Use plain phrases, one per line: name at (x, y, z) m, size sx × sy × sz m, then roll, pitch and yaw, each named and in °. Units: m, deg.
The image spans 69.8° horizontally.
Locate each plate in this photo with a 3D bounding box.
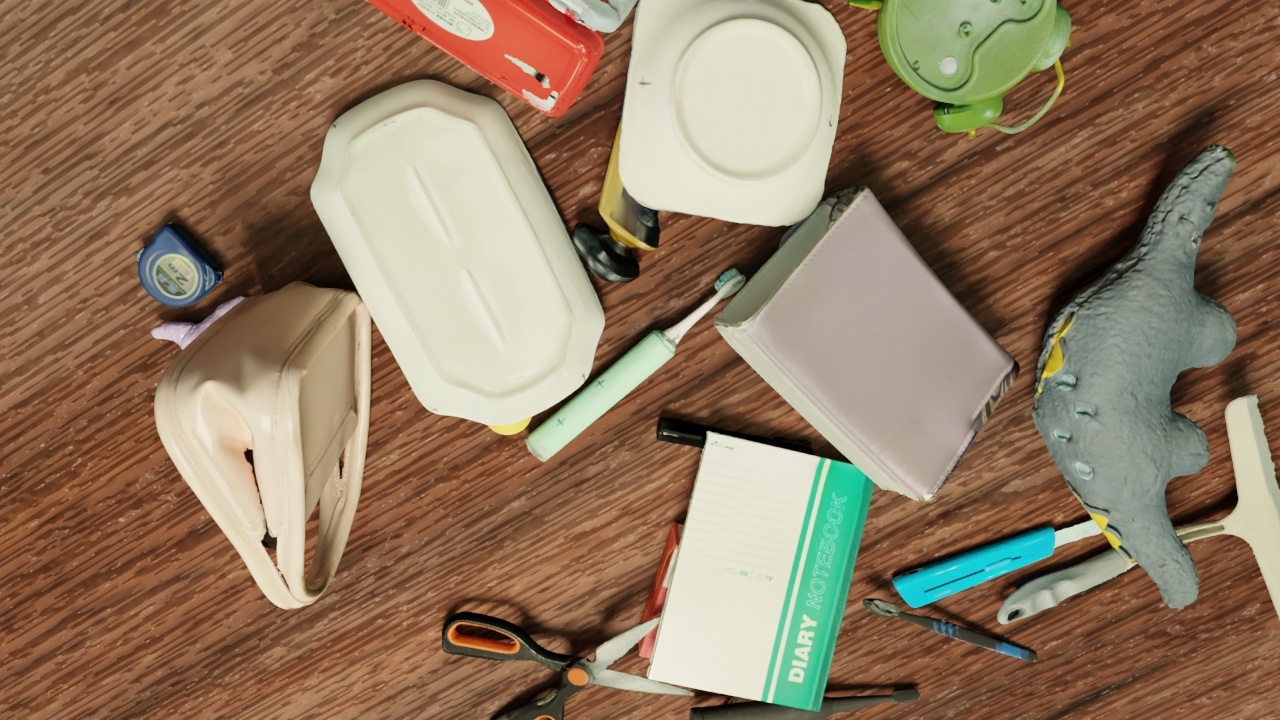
plate at (0.070, -0.181, 0.649) m, size 0.163 × 0.034 × 0.164 m, roll 4°, pitch 99°, yaw -15°
plate at (-0.133, -0.076, 0.679) m, size 0.162 × 0.034 × 0.266 m, roll -26°, pitch 100°, yaw -4°

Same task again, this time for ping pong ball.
ping pong ball at (-0.107, 0.040, 0.738) m, size 0.040 × 0.040 × 0.040 m, roll 0°, pitch 108°, yaw -1°

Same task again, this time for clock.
clock at (0.236, -0.231, 0.651) m, size 0.161 × 0.056 × 0.116 m, roll 43°, pitch 103°, yaw -13°

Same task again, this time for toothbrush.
toothbrush at (0.150, 0.315, 0.828) m, size 0.212 × 0.026 × 0.027 m, roll -4°, pitch 146°, yaw -8°
toothbrush at (0.278, 0.240, 0.812) m, size 0.189 × 0.016 × 0.014 m, roll 21°, pitch 65°, yaw -15°
toothbrush at (-0.004, 0.004, 0.736) m, size 0.225 × 0.027 × 0.026 m, roll -40°, pitch 140°, yaw 11°

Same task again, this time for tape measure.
tape measure at (-0.356, -0.070, 0.706) m, size 0.054 × 0.025 × 0.058 m, roll -39°, pitch 100°, yaw 12°

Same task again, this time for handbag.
handbag at (0.174, -0.012, 0.697) m, size 0.197 × 0.098 × 0.145 m, roll 44°, pitch 86°, yaw -12°
handbag at (-0.252, 0.074, 0.677) m, size 0.093 × 0.193 × 0.234 m, roll -1°, pitch 116°, yaw 1°

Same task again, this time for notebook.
notebook at (0.101, 0.175, 0.754) m, size 0.150 × 0.012 × 0.209 m, roll 13°, pitch 92°, yaw -7°

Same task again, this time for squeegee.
squeegee at (0.424, 0.173, 0.793) m, size 0.247 × 0.039 × 0.246 m, roll -24°, pitch 109°, yaw 10°

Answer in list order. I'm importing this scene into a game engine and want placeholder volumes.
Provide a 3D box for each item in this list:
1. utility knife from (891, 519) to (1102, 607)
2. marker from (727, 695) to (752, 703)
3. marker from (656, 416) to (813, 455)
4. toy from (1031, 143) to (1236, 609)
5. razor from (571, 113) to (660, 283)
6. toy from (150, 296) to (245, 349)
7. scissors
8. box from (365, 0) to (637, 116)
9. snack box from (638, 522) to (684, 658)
utility knife at (0.324, 0.169, 0.800) m, size 0.209 × 0.018 × 0.034 m, roll -22°, pitch 107°, yaw 5°
marker at (0.074, 0.339, 0.849) m, size 0.017 × 0.017 × 0.145 m, roll 31°, pitch 105°, yaw -10°
marker at (0.078, 0.067, 0.761) m, size 0.132 × 0.020 × 0.022 m, roll 11°, pitch 90°, yaw -5°
toy at (0.378, 0.017, 0.706) m, size 0.138 × 0.091 × 0.356 m, roll 4°, pitch 103°, yaw 18°
razor at (-0.008, -0.141, 0.680) m, size 0.068 × 0.062 × 0.167 m, roll 17°, pitch 102°, yaw 19°
toy at (-0.327, 0.009, 0.725) m, size 0.084 × 0.038 × 0.108 m, roll -14°, pitch 113°, yaw 10°
scissors at (-0.072, 0.277, 0.806) m, size 0.221 × 0.021 × 0.231 m, roll 25°, pitch 116°, yaw 0°
box at (-0.105, -0.278, 0.639) m, size 0.201 × 0.099 × 0.113 m, roll 31°, pitch 139°, yaw -11°
snack box at (0.074, 0.212, 0.794) m, size 0.127 × 0.044 × 0.113 m, roll 14°, pitch 107°, yaw -6°
